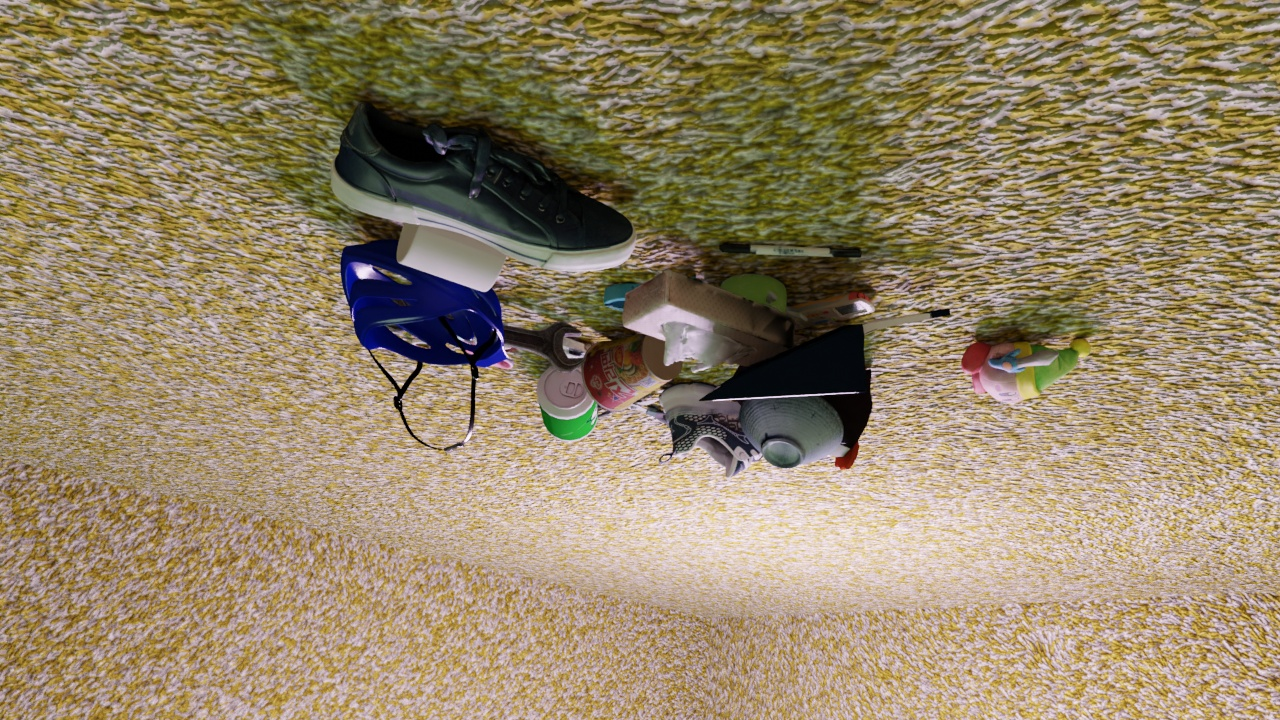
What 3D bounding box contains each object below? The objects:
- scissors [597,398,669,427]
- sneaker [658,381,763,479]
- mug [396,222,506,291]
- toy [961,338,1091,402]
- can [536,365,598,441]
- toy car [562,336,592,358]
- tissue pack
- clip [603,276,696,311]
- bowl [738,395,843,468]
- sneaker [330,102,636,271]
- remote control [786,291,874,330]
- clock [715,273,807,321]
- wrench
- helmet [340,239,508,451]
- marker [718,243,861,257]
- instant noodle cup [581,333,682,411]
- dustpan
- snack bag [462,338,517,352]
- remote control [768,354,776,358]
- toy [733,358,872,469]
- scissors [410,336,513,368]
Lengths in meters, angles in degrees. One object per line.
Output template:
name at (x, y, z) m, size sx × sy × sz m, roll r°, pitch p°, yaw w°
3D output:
scissors at (-0.019, 0.089, 1.523) m, size 0.206 × 0.015 × 0.201 m, roll -9°, pitch 153°, yaw 36°
sneaker at (0.156, 0.120, 1.398) m, size 0.269 × 0.132 × 0.103 m, roll 9°, pitch 155°, yaw -11°
mug at (-0.190, -0.137, 0.967) m, size 0.096 × 0.078 × 0.112 m, roll 18°, pitch 126°, yaw -27°
toy at (0.472, 0.001, 1.128) m, size 0.131 × 0.096 × 0.124 m, roll 13°, pitch 159°, yaw 38°
can at (-0.110, 0.065, 1.393) m, size 0.088 × 0.087 × 0.140 m, roll 6°, pitch 157°, yaw 1°
toy car at (-0.100, -0.015, 1.280) m, size 0.089 × 0.027 × 0.039 m, roll 19°, pitch 152°, yaw -28°
tissue pack at (0.075, -0.034, 1.034) m, size 0.181 × 0.071 × 0.104 m, roll 16°, pitch 155°, yaw -30°
clip at (0.014, -0.072, 1.119) m, size 0.116 × 0.026 × 0.097 m, roll 2°, pitch 154°, yaw 9°
bowl at (0.187, 0.101, 1.176) m, size 0.137 × 0.057 × 0.137 m, roll 13°, pitch 135°, yaw 13°
sneaker at (-0.132, -0.170, 0.853) m, size 0.294 × 0.120 × 0.128 m, roll 16°, pitch 133°, yaw -15°
remote control at (0.219, -0.058, 1.104) m, size 0.126 × 0.018 × 0.038 m, roll -13°, pitch 151°, yaw 36°
clock at (0.126, -0.064, 1.083) m, size 0.120 × 0.042 × 0.094 m, roll -13°, pitch 149°, yaw 38°
wrench at (-0.204, -0.039, 1.203) m, size 0.273 × 0.070 × 0.010 m, roll 12°, pitch 156°, yaw -8°
helmet at (-0.249, -0.018, 1.055) m, size 0.148 × 0.227 × 0.241 m, roll -20°, pitch 148°, yaw 30°
marker at (0.160, -0.118, 0.987) m, size 0.152 × 0.011 × 0.011 m, roll 3°, pitch 157°, yaw 7°
instant noodle cup at (-0.007, 0.007, 1.213) m, size 0.100 × 0.100 × 0.113 m, roll 21°, pitch 153°, yaw -32°
dustpan at (0.211, -0.010, 1.043) m, size 0.273 × 0.080 × 0.236 m, roll -4°, pitch -178°, yaw 10°
snack bag at (-0.248, -0.040, 1.275) m, size 0.057 × 0.013 × 0.157 m, roll -8°, pitch 154°, yaw 44°
remote control at (0.122, -0.027, 1.202) m, size 0.151 × 0.019 × 0.074 m, roll 2°, pitch 157°, yaw 14°
toy at (0.216, 0.045, 1.252) m, size 0.184 × 0.140 × 0.159 m, roll 22°, pitch -173°, yaw -14°
scissors at (-0.266, -0.020, 1.303) m, size 0.170 × 0.013 × 0.177 m, roll 25°, pitch 159°, yaw -39°
